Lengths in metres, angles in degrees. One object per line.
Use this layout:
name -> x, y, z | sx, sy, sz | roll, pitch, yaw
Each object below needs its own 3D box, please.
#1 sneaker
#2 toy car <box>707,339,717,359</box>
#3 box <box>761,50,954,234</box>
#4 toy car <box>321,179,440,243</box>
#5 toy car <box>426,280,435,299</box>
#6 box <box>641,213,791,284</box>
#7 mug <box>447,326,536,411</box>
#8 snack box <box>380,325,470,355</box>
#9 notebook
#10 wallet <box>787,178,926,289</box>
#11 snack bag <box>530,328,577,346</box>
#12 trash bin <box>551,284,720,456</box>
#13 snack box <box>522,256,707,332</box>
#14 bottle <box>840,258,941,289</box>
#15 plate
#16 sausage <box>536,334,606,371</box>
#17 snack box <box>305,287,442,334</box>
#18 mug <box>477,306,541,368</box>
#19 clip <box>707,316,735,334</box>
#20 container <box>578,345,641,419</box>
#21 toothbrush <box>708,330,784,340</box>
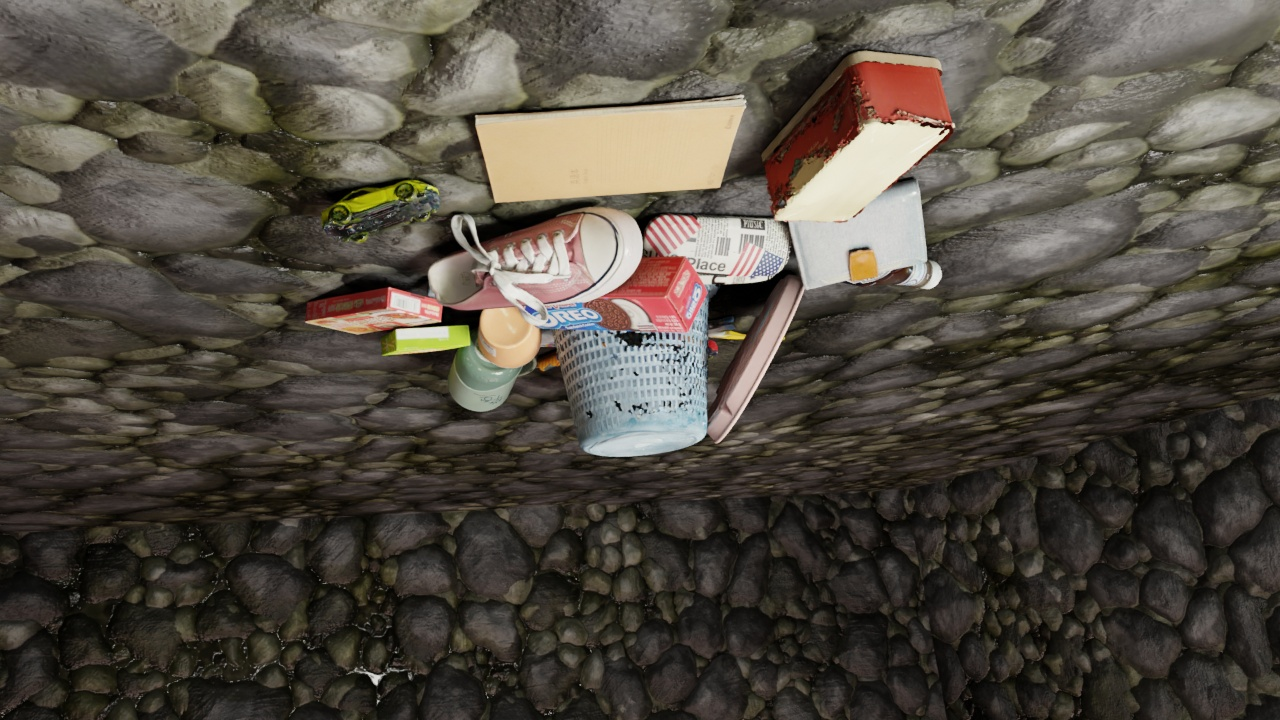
sneaker -> -0.116, -0.091, 0.886 | 0.242, 0.118, 0.087 | -8, -175, 27
toy car -> 0.058, -0.018, 1.327 | 0.106, 0.031, 0.049 | -4, 168, 30
box -> 0.171, -0.169, 0.751 | 0.091, 0.078, 0.169 | -1, 163, -19
toy car -> -0.229, -0.135, 0.809 | 0.105, 0.032, 0.048 | -18, 164, -1
toy car -> -0.184, -0.081, 1.016 | 0.106, 0.031, 0.049 | -11, 165, 12
box -> 0.075, -0.121, 0.957 | 0.162, 0.075, 0.087 | 2, 133, -16
mug -> -0.185, 0.007, 1.178 | 0.111, 0.082, 0.107 | -9, 158, -24
snack box -> -0.264, -0.024, 1.114 | 0.085, 0.026, 0.157 | -5, 180, -22
notebook -> -0.026, -0.175, 0.782 | 0.211, 0.012, 0.150 | -5, 165, -4
wallet -> 0.222, -0.124, 0.935 | 0.130, 0.036, 0.107 | -11, 131, 14
snack bag -> -0.134, -0.032, 1.215 | 0.105, 0.026, 0.045 | -3, 152, -5
trash bin -> -0.006, 0.006, 1.090 | 0.226, 0.195, 0.227 | -6, 164, -2
snack box -> -0.036, -0.069, 0.945 | 0.208, 0.058, 0.057 | 3, 144, 37
bottle -> 0.277, -0.112, 1.057 | 0.194, 0.044, 0.080 | 6, 157, -39
plate -> 0.135, -0.006, 1.111 | 0.028, 0.229, 0.230 | 29, 162, 2
sausage -> -0.095, -0.013, 1.308 | 0.166, 0.021, 0.021 | -20, 159, 41
snack box -> -0.300, -0.054, 1.030 | 0.153, 0.025, 0.075 | -5, 167, 37
mug -> -0.154, -0.036, 1.063 | 0.078, 0.078, 0.123 | -4, 174, -6
clip -> 0.102, -0.046, 1.267 | 0.058, 0.035, 0.025 | -9, 166, 9
container -> -0.048, 0.043, 1.350 | 0.090, 0.114, 0.090 | -5, 164, -2
toothbrush -> 0.121, -0.041, 1.306 | 0.191, 0.018, 0.016 | 3, 160, -21
